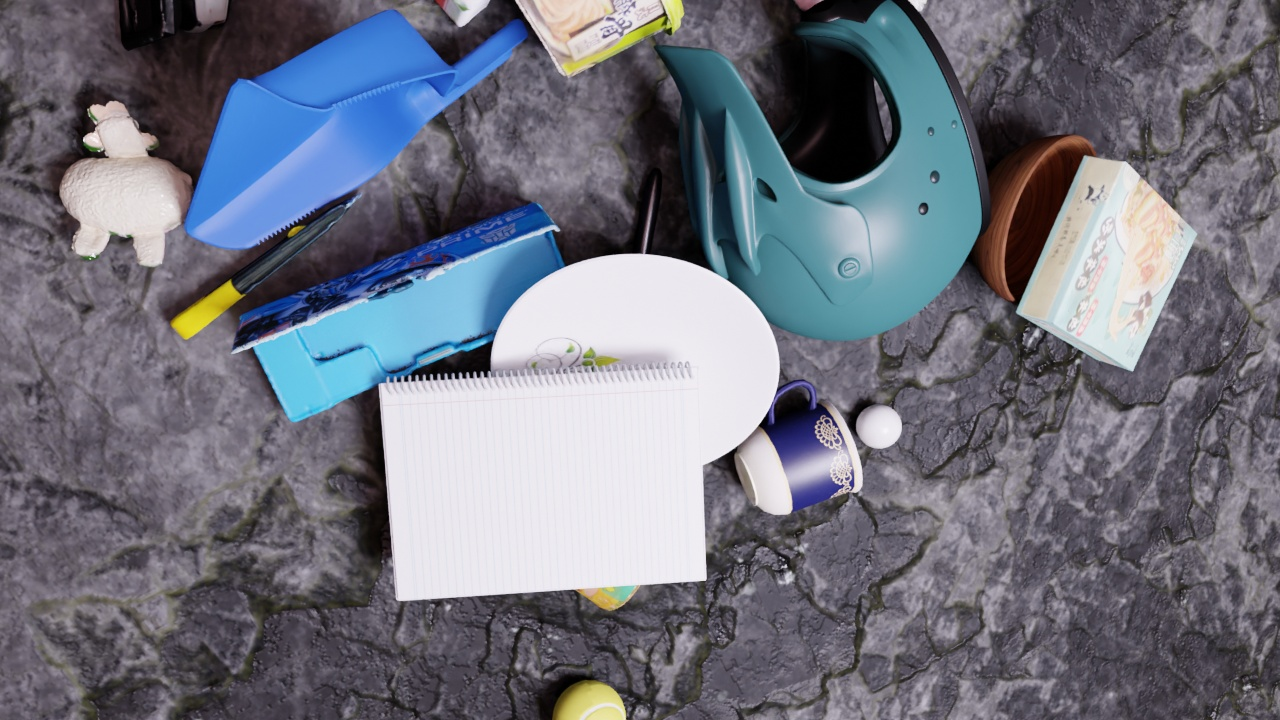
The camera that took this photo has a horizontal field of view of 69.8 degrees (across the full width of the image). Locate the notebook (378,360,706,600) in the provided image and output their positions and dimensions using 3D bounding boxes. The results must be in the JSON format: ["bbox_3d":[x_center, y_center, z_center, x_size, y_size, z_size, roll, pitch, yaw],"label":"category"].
[{"bbox_3d":[-0.074,0.094,0.718,0.245,0.013,0.178,-3,97,-4],"label":"notebook"}]

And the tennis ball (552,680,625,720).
[{"bbox_3d":[-0.046,0.319,0.817,0.065,0.065,0.065,-3,103,-13],"label":"tennis ball"}]

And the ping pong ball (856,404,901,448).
[{"bbox_3d":[0.217,0.060,0.838,0.040,0.040,0.040,-3,103,-13],"label":"ping pong ball"}]

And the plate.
[{"bbox_3d":[-0.004,0.004,0.744,0.229,0.030,0.230,1,129,1],"label":"plate"}]

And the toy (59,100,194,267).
[{"bbox_3d":[-0.364,-0.121,0.651,0.087,0.050,0.112,-2,88,-8],"label":"toy"}]

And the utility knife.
[{"bbox_3d":[-0.280,-0.075,0.694,0.172,0.029,0.020,-38,114,-5],"label":"utility knife"}]

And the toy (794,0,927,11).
[{"bbox_3d":[0.180,-0.307,0.751,0.109,0.041,0.096,-31,109,1],"label":"toy"}]

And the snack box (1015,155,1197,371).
[{"bbox_3d":[0.418,-0.080,0.818,0.193,0.044,0.141,17,98,-43],"label":"snack box"}]

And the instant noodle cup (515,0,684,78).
[{"bbox_3d":[-0.045,-0.277,0.651,0.098,0.146,0.146,-32,108,5],"label":"instant noodle cup"}]

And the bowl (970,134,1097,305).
[{"bbox_3d":[0.329,-0.127,0.801,0.147,0.069,0.147,-18,121,-34],"label":"bowl"}]

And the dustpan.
[{"bbox_3d":[-0.178,-0.182,0.633,0.059,0.246,0.256,48,58,-13],"label":"dustpan"}]

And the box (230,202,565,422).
[{"bbox_3d":[-0.168,-0.035,0.684,0.243,0.115,0.094,-23,105,-8],"label":"box"}]

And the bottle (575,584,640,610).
[{"bbox_3d":[-0.089,0.125,0.762,0.209,0.068,0.068,38,91,-14],"label":"bottle"}]

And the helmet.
[{"bbox_3d":[0.129,-0.139,0.695,0.200,0.176,0.275,-30,116,-8],"label":"helmet"}]

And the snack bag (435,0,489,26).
[{"bbox_3d":[-0.153,-0.296,0.650,0.036,0.077,0.116,-44,108,-4],"label":"snack bag"}]

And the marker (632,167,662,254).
[{"bbox_3d":[0.002,-0.093,0.765,0.018,0.015,0.134,2,103,-43],"label":"marker"}]

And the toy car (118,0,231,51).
[{"bbox_3d":[-0.309,-0.308,0.616,0.071,0.094,0.192,-10,105,-43],"label":"toy car"}]

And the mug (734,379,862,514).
[{"bbox_3d":[0.129,0.076,0.799,0.089,0.085,0.112,-19,100,-7],"label":"mug"}]
